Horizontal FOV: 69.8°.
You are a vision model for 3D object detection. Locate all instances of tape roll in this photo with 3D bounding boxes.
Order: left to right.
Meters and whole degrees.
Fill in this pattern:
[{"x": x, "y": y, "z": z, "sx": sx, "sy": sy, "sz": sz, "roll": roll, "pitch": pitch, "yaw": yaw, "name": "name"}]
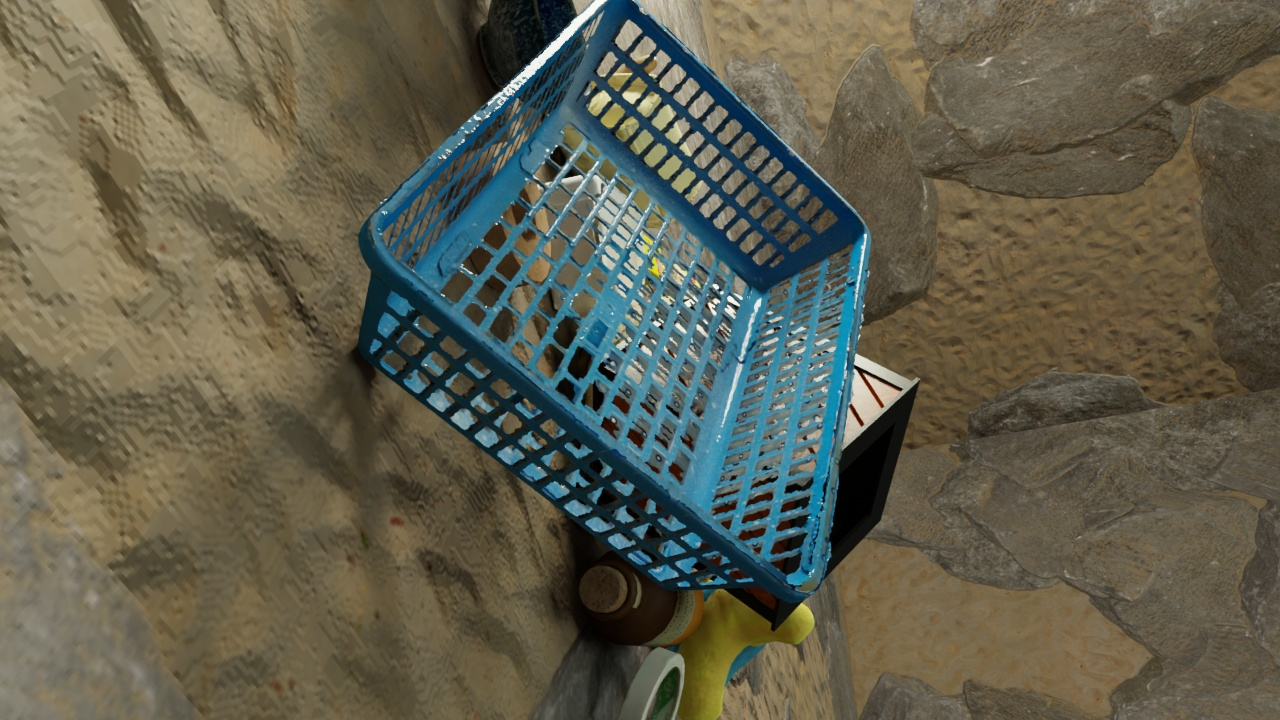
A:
[{"x": -0.090, "y": -0.095, "z": 0.607, "sx": 0.094, "sy": 0.027, "sz": 0.094, "roll": -11, "pitch": 89, "yaw": -76, "name": "tape roll"}, {"x": 0.006, "y": 0.252, "z": 0.652, "sx": 0.093, "sy": 0.018, "sz": 0.094, "roll": 15, "pitch": 89, "yaw": -70, "name": "tape roll"}]

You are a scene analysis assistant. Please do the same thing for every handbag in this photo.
[{"x": -0.016, "y": -0.181, "z": 0.807, "sx": 0.081, "sy": 0.111, "sz": 0.119, "roll": -62, "pitch": 143, "yaw": -26, "name": "handbag"}]

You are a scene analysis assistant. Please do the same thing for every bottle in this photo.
[{"x": -0.004, "y": 0.168, "z": 0.654, "sx": 0.157, "sy": 0.068, "sz": 0.067, "roll": 46, "pitch": 35, "yaw": -65, "name": "bottle"}]

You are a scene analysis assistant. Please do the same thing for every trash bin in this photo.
[{"x": 0.076, "y": 0.061, "z": 0.663, "sx": 0.139, "sy": 0.172, "sz": 0.140, "roll": -33, "pitch": 140, "yaw": -36, "name": "trash bin"}]

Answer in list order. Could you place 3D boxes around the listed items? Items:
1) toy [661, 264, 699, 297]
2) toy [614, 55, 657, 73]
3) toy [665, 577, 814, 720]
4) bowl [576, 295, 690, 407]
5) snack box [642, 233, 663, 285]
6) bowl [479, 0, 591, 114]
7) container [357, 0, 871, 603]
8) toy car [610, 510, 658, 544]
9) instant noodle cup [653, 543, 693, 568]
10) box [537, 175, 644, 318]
[{"x": 0.049, "y": -0.078, "z": 1.120, "sx": 0.118, "sy": 0.043, "sz": 0.092, "roll": 51, "pitch": 32, "yaw": -59, "name": "toy"}, {"x": -0.019, "y": -0.240, "z": 0.888, "sx": 0.134, "sy": 0.106, "sz": 0.108, "roll": 71, "pitch": 26, "yaw": -43, "name": "toy"}, {"x": 0.077, "y": 0.225, "z": 0.809, "sx": 0.084, "sy": 0.149, "sz": 0.213, "roll": 46, "pitch": 8, "yaw": 5, "name": "toy"}, {"x": -0.005, "y": 0.004, "z": 0.731, "sx": 0.144, "sy": 0.063, "sz": 0.145, "roll": -36, "pitch": 141, "yaw": -36, "name": "bowl"}, {"x": -0.007, "y": -0.109, "z": 0.948, "sx": 0.148, "sy": 0.029, "sz": 0.040, "roll": 18, "pitch": 62, "yaw": -74, "name": "snack box"}, {"x": -0.083, "y": -0.234, "z": 0.681, "sx": 0.114, "sy": 0.061, "sz": 0.114, "roll": -9, "pitch": 89, "yaw": -75, "name": "bowl"}, {"x": 0.005, "y": -0.052, "z": 0.537, "sx": 0.257, "sy": 0.089, "sz": 0.361, "roll": 40, "pitch": 38, "yaw": -13, "name": "container"}, {"x": -0.002, "y": 0.101, "z": 0.757, "sx": 0.040, "sy": 0.048, "sz": 0.112, "roll": 72, "pitch": 13, "yaw": -47, "name": "toy car"}, {"x": 0.051, "y": 0.135, "z": 0.863, "sx": 0.112, "sy": 0.100, "sz": 0.100, "roll": -62, "pitch": 139, "yaw": -58, "name": "instant noodle cup"}, {"x": -0.023, "y": -0.096, "z": 0.743, "sx": 0.102, "sy": 0.095, "sz": 0.107, "roll": 11, "pitch": 66, "yaw": -76, "name": "box"}]
